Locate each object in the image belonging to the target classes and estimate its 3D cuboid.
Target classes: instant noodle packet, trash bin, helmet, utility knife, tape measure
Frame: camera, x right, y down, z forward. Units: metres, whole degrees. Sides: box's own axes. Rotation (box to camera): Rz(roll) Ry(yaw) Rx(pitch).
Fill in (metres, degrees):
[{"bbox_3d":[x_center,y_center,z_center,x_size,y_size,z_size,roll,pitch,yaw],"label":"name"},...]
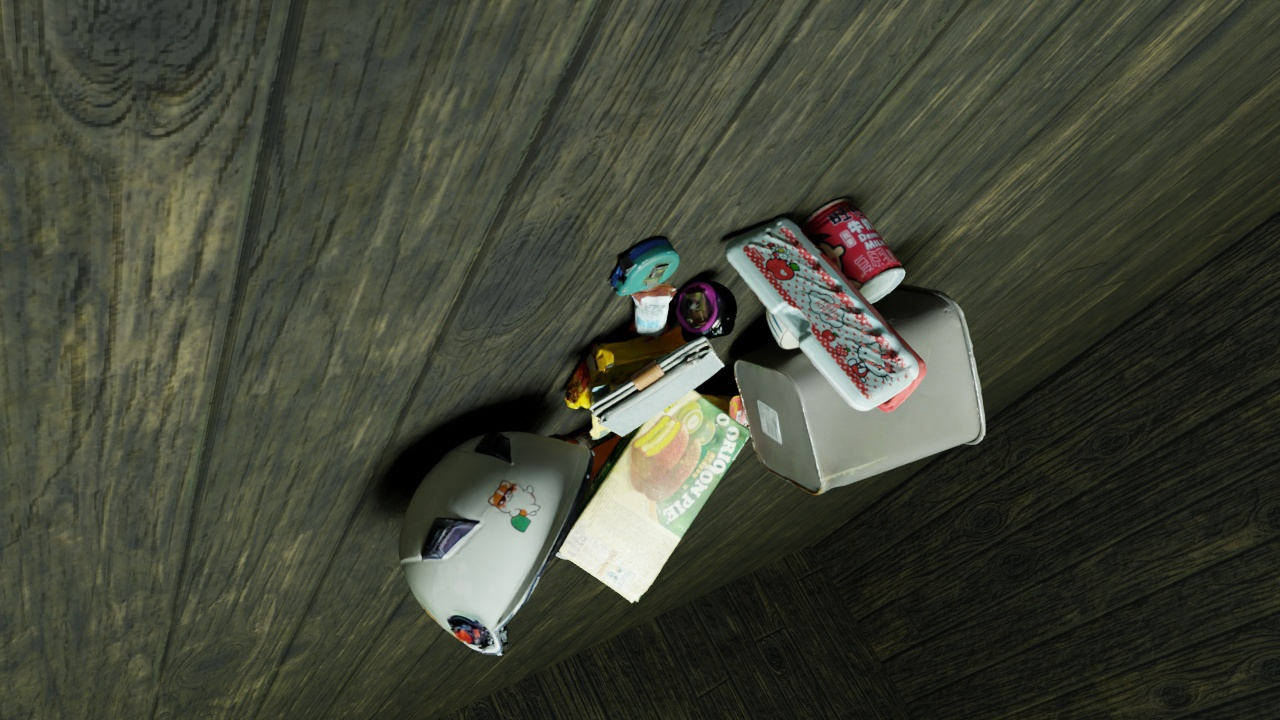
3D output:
[{"bbox_3d":[-0.006,0.006,0.946,0.128,0.044,0.111,-14,161,-29],"label":"instant noodle packet"},{"bbox_3d":[0.250,0.037,1.090,0.219,0.199,0.199,-22,-163,-17],"label":"trash bin"},{"bbox_3d":[-0.158,0.166,0.929,0.275,0.157,0.229,118,-3,-64],"label":"helmet"},{"bbox_3d":[-0.041,0.052,0.946,0.031,0.019,0.183,-27,159,-11],"label":"utility knife"},{"bbox_3d":[0.007,-0.080,0.788,0.058,0.025,0.055,-19,158,-29],"label":"tape measure"},{"bbox_3d":[0.063,-0.049,0.889,0.057,0.058,0.039,-8,170,32],"label":"tape measure"}]

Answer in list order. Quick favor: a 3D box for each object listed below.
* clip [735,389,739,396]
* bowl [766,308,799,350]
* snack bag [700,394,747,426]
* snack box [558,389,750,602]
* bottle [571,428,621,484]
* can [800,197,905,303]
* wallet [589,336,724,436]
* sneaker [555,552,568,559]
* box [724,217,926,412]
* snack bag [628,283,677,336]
[{"bbox_3d":[0.152,0.049,1.305,0.026,0.037,0.058,-37,161,25],"label":"clip"},{"bbox_3d":[0.183,-0.071,0.987,0.116,0.066,0.117,-27,159,-11],"label":"bowl"},{"bbox_3d":[0.114,0.082,1.220,0.129,0.073,0.207,-44,164,15],"label":"snack bag"},{"bbox_3d":[0.012,0.146,1.061,0.240,0.114,0.063,-56,-169,-7],"label":"snack box"},{"bbox_3d":[-0.050,0.107,1.111,0.149,0.066,0.067,-30,161,-23],"label":"bottle"},{"bbox_3d":[0.205,-0.104,0.899,0.066,0.093,0.067,-26,159,-11],"label":"can"},{"bbox_3d":[0.016,0.022,0.899,0.130,0.037,0.106,-34,163,5],"label":"wallet"},{"bbox_3d":[-0.031,0.188,1.297,0.242,0.089,0.090,-41,162,11],"label":"sneaker"},{"bbox_3d":[0.161,-0.031,0.851,0.100,0.201,0.095,-27,157,-26],"label":"box"},{"bbox_3d":[0.010,-0.046,0.864,0.045,0.026,0.105,4,158,1],"label":"snack bag"}]
